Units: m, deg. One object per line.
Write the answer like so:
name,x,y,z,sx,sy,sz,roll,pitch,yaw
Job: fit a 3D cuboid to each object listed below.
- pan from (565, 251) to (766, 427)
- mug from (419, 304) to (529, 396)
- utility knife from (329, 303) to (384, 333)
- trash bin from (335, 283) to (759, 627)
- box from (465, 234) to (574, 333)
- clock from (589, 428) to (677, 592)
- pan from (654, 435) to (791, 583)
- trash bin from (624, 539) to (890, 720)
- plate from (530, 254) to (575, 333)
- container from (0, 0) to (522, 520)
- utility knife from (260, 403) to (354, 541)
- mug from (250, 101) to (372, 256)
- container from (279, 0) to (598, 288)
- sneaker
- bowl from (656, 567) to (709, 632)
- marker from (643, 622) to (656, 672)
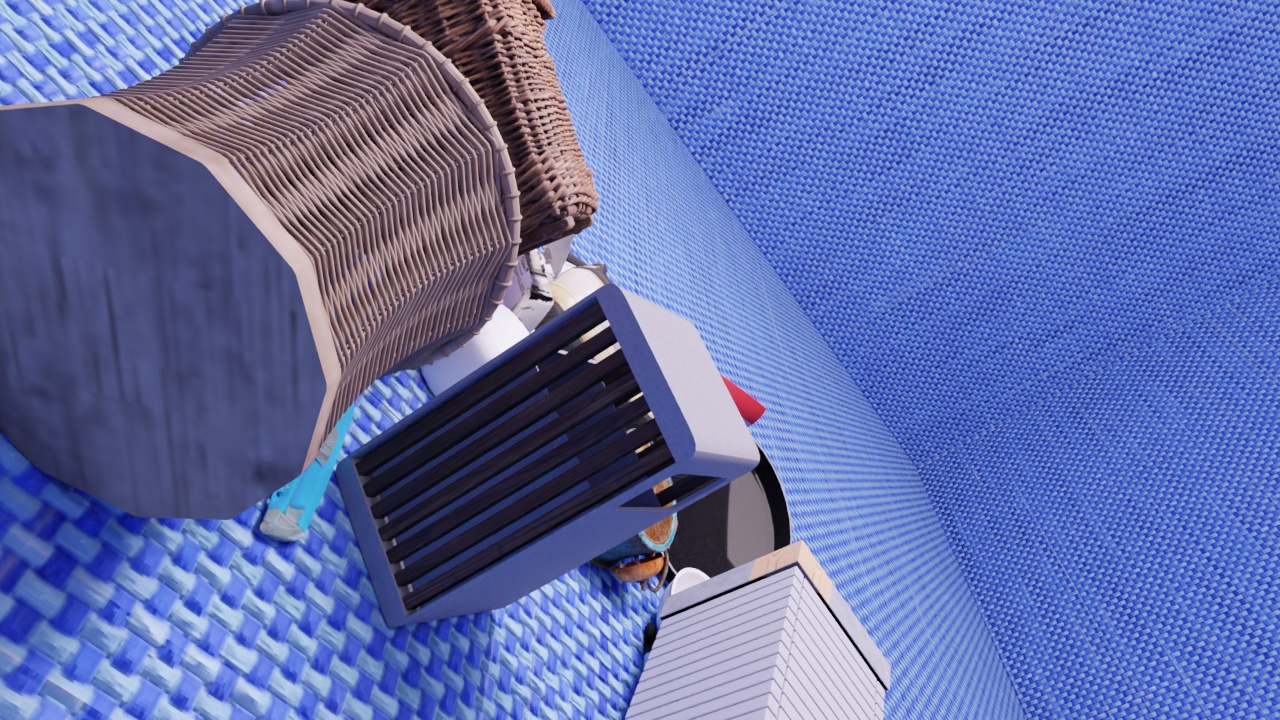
pan,0.013,-0.022,1.168,0.356,0.067,0.209,35,-1,-23
mug,-0.128,0.008,0.781,0.115,0.068,0.094,54,18,-13
utility knife,-0.220,-0.027,0.681,0.117,0.015,0.022,-28,111,-71
trash bin,-0.060,0.067,0.592,0.114,0.229,0.114,19,42,-64
box,-0.123,-0.107,0.841,0.065,0.186,0.145,-5,53,-26
clock,-0.016,0.142,0.848,0.158,0.073,0.121,65,24,-17
pan,0.031,0.136,0.980,0.356,0.034,0.224,29,51,-30
trash bin,0.087,0.286,0.702,0.142,0.143,0.246,55,27,-11
plate,-0.085,-0.032,0.965,0.188,0.016,0.188,22,45,-25
container,-0.197,-0.053,0.461,0.227,0.227,0.195,53,25,-15
utility knife,-0.205,0.048,0.593,0.031,0.015,0.195,54,16,-29
mug,-0.236,-0.133,0.695,0.123,0.096,0.110,53,20,-46
container,-0.122,-0.159,0.648,0.249,0.162,0.183,-72,141,-79
sneaker,-0.005,0.005,0.904,0.241,0.089,0.102,52,57,-13
bowl,0.047,0.257,0.873,0.110,0.041,0.109,41,32,-33
marker,0.007,0.280,0.783,0.011,0.011,0.152,51,19,-21
